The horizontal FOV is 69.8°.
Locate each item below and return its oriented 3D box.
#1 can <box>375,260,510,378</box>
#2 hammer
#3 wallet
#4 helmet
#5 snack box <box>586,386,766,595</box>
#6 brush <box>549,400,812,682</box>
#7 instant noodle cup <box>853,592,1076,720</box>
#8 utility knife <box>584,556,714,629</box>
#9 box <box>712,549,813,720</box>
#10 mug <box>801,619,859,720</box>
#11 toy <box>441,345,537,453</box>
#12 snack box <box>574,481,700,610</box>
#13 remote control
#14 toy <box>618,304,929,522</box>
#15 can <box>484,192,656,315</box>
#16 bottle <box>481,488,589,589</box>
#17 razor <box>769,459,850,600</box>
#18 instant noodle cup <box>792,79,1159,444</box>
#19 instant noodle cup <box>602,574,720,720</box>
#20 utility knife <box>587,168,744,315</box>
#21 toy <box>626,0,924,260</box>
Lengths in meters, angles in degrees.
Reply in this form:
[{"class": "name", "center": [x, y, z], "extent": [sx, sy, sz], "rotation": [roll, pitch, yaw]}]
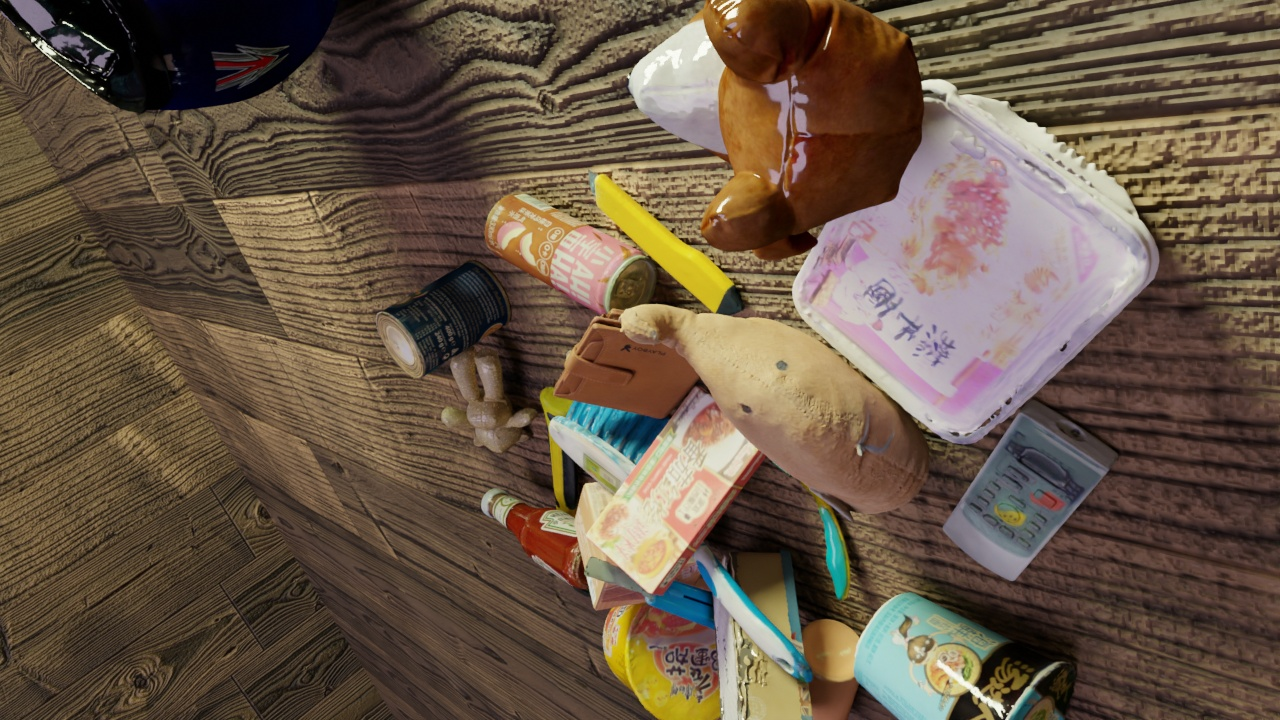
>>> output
[{"class": "can", "center": [-0.194, -0.040, 0.901], "extent": [0.075, 0.110, 0.075], "rotation": [33, 143, 29]}, {"class": "hammer", "center": [-0.080, 0.156, 1.020], "extent": [0.126, 0.031, 0.324], "rotation": [33, 143, 29]}, {"class": "wallet", "center": [-0.004, 0.004, 0.726], "extent": [0.107, 0.031, 0.132], "rotation": [11, 150, -16]}, {"class": "helmet", "center": [-0.380, -0.353, 0.710], "extent": [0.315, 0.239, 0.248], "rotation": [41, 149, -1]}, {"class": "snack box", "center": [0.031, 0.102, 0.726], "extent": [0.075, 0.153, 0.025], "rotation": [37, -178, 27]}, {"class": "brush", "center": [0.040, 0.129, 0.768], "extent": [0.314, 0.109, 0.061], "rotation": [35, 143, 23]}, {"class": "instant noodle cup", "center": [0.218, 0.227, 0.642], "extent": [0.120, 0.111, 0.111], "rotation": [29, 141, 44]}, {"class": "utility knife", "center": [0.023, 0.201, 0.787], "extent": [0.018, 0.034, 0.236], "rotation": [-19, 148, 29]}, {"class": "box", "center": [0.097, 0.241, 0.759], "extent": [0.061, 0.183, 0.090], "rotation": [4, 140, -3]}, {"class": "mug", "center": [0.154, 0.284, 0.806], "extent": [0.078, 0.078, 0.123], "rotation": [35, 138, 28]}, {"class": "toy", "center": [-0.163, 0.043, 0.981], "extent": [0.157, 0.105, 0.066], "rotation": [82, -176, -50]}, {"class": "snack box", "center": [-0.002, 0.162, 0.833], "extent": [0.077, 0.094, 0.092], "rotation": [106, 153, -52]}, {"class": "remote control", "center": [0.231, 0.083, 0.557], "extent": [0.056, 0.019, 0.135], "rotation": [38, 145, 23]}, {"class": "toy", "center": [0.088, 0.023, 0.550], "extent": [0.226, 0.082, 0.143], "rotation": [35, 173, -38]}, {"class": "can", "center": [-0.058, -0.084, 0.734], "extent": [0.147, 0.057, 0.058], "rotation": [31, 142, 32]}, {"class": "bottle", "center": [-0.110, 0.186, 1.004], "extent": [0.206, 0.059, 0.060], "rotation": [18, 134, 49]}, {"class": "razor", "center": [0.139, 0.128, 0.711], "extent": [0.132, 0.028, 0.043], "rotation": [66, 169, -14]}, {"class": "instant noodle cup", "center": [0.168, -0.051, 0.471], "extent": [0.138, 0.060, 0.174], "rotation": [43, 148, 16]}, {"class": "instant noodle cup", "center": [0.031, 0.281, 0.911], "extent": [0.138, 0.137, 0.110], "rotation": [56, 157, -5]}, {"class": "utility knife", "center": [0.016, -0.088, 0.674], "extent": [0.164, 0.015, 0.033], "rotation": [44, 141, 17]}, {"class": "toy", "center": [0.057, -0.129, 0.447], "extent": [0.130, 0.199, 0.140], "rotation": [3, 120, 3]}]
